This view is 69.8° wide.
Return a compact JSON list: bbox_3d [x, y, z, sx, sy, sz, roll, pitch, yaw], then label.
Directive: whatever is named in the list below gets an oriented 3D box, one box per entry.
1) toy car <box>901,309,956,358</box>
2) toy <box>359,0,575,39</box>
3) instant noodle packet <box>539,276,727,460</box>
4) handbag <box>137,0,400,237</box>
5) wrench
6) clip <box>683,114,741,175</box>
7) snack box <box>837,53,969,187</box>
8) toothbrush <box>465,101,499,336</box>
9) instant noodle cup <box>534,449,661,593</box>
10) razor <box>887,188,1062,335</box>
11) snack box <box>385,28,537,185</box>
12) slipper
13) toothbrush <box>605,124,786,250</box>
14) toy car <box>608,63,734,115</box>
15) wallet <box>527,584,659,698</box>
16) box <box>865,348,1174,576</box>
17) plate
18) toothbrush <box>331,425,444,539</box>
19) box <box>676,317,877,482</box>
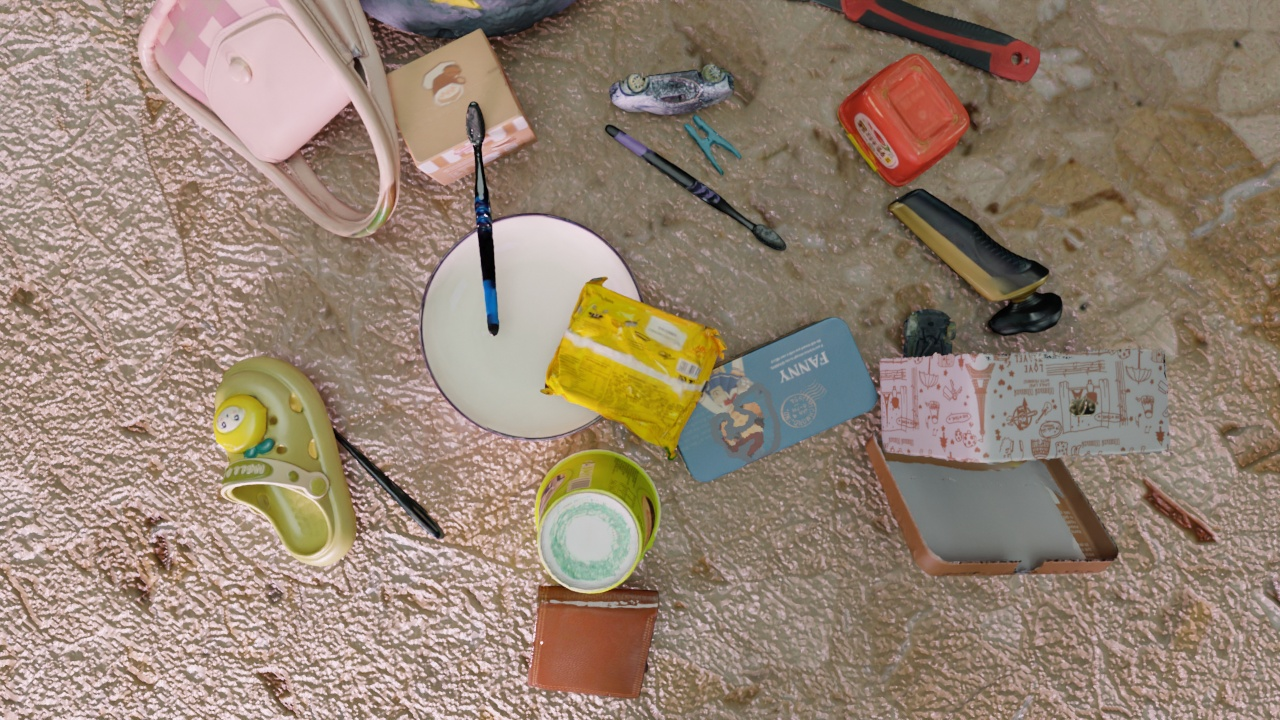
[{"bbox_3d":[0.243,0.001,0.783,0.043,0.034,0.090,3,91,3],"label":"toy car"},{"bbox_3d":[-0.146,-0.321,0.741,0.356,0.091,0.137,-5,62,-4],"label":"toy"},{"bbox_3d":[-0.004,0.004,0.732,0.128,0.044,0.111,26,99,17],"label":"instant noodle packet"},{"bbox_3d":[-0.271,-0.206,0.724,0.194,0.093,0.234,-20,108,43],"label":"handbag"},{"bbox_3d":[0.211,-0.300,0.782,0.273,0.016,0.056,25,93,1],"label":"wrench"},{"bbox_3d":[0.061,-0.187,0.790,0.040,0.014,0.056,-42,92,2],"label":"clip"},{"bbox_3d":[0.219,-0.200,0.753,0.082,0.080,0.091,-38,91,1],"label":"snack box"},{"bbox_3d":[-0.124,-0.107,0.724,0.014,0.016,0.190,-4,113,-7],"label":"toothbrush"},{"bbox_3d":[-0.038,0.136,0.749,0.112,0.123,0.111,0,92,1],"label":"instant noodle cup"},{"bbox_3d":[0.279,-0.084,0.775,0.167,0.062,0.068,41,123,5],"label":"razor"},{"bbox_3d":[-0.147,-0.204,0.753,0.093,0.094,0.077,-25,91,2],"label":"snack box"},{"bbox_3d":[-0.303,0.090,0.768,0.092,0.081,0.190,-19,96,18],"label":"slipper"},{"bbox_3d":[0.047,-0.150,0.791,0.189,0.016,0.014,34,92,1],"label":"toothbrush"},{"bbox_3d":[0.026,-0.225,0.772,0.105,0.049,0.031,-5,90,2],"label":"toy car"},{"bbox_3d":[-0.041,0.235,0.772,0.101,0.032,0.125,7,125,-2],"label":"wallet"},{"bbox_3d":[0.282,0.083,0.706,0.182,0.153,0.178,-1,87,-17],"label":"box"},{"bbox_3d":[-0.090,-0.028,0.786,0.192,0.039,0.192,0,92,1],"label":"plate"},{"bbox_3d":[-0.236,0.091,0.804,0.181,0.015,0.018,46,121,-2],"label":"toothbrush"},{"bbox_3d":[0.110,0.029,0.774,0.184,0.061,0.090,-26,92,4],"label":"box"}]
